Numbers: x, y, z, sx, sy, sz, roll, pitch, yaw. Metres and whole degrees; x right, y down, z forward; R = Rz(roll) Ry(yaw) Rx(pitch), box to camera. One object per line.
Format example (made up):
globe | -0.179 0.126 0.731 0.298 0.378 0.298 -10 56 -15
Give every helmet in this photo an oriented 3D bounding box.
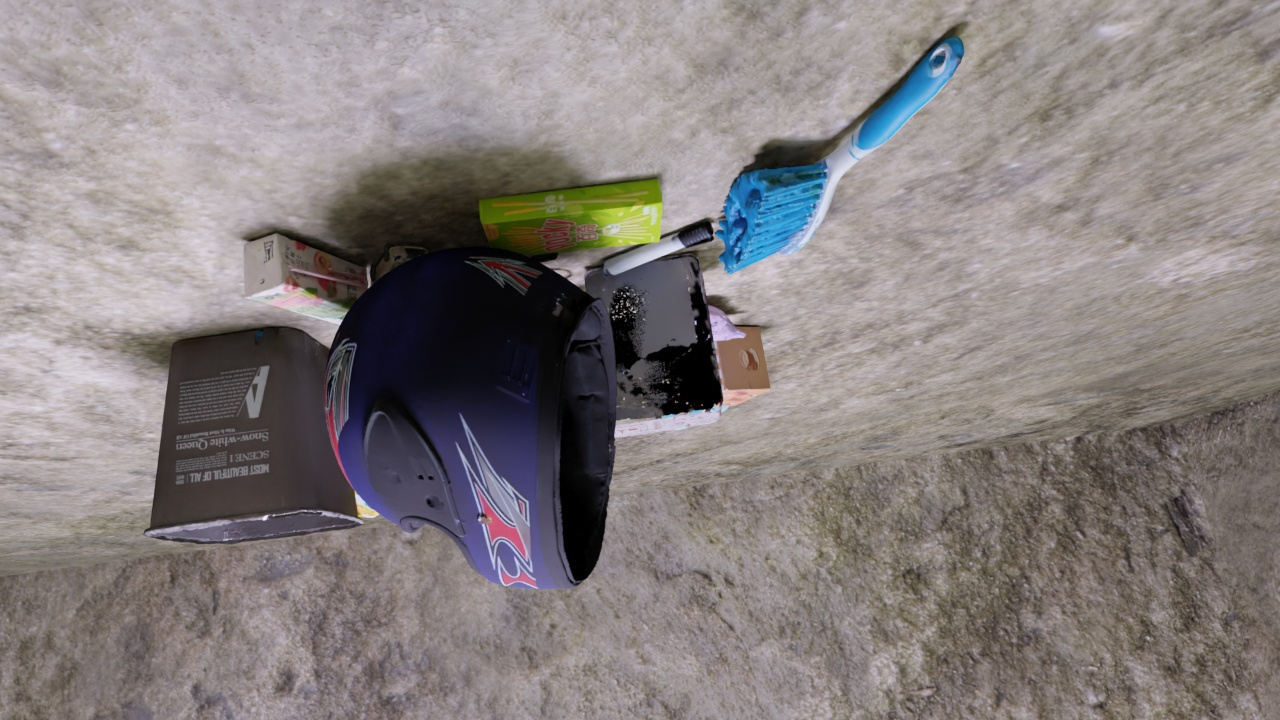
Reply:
helmet | -0.156 0.053 0.834 0.240 0.316 0.246 7 -150 13

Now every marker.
marker | 0.016 -0.109 0.921 0.131 0.022 0.018 -18 -169 32

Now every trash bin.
trash bin | -0.442 0.092 1.063 0.199 0.219 0.199 -7 166 1

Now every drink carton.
drink carton | -0.300 -0.072 0.839 0.046 0.053 0.122 -14 165 21

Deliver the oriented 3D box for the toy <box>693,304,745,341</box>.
toy | 0.081 -0.047 1.157 0.084 0.039 0.108 -1 169 19

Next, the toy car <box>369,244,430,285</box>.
toy car | -0.228 -0.084 0.871 0.042 0.035 0.091 -1 161 -31

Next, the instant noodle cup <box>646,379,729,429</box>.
instant noodle cup | 0.085 0.047 1.399 0.111 0.111 0.120 -17 170 31

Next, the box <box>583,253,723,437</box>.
box | 0.004 0.002 1.028 0.157 0.180 0.218 -7 163 -9

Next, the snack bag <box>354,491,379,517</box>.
snack bag | -0.344 0.115 1.214 0.068 0.157 0.247 17 156 -24

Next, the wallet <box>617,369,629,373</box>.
wallet | 0.010 -0.002 1.288 0.097 0.019 0.121 -21 169 0

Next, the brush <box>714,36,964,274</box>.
brush | 0.147 -0.158 0.757 0.109 0.060 0.315 -10 164 -11

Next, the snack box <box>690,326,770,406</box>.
snack box | 0.118 0.010 1.280 0.077 0.092 0.095 0 164 -27

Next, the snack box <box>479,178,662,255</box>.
snack box | -0.060 -0.124 0.817 0.156 0.026 0.086 -6 165 -3

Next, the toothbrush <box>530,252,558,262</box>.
toothbrush | -0.167 -0.090 0.901 0.186 0.012 0.017 -9 152 20
